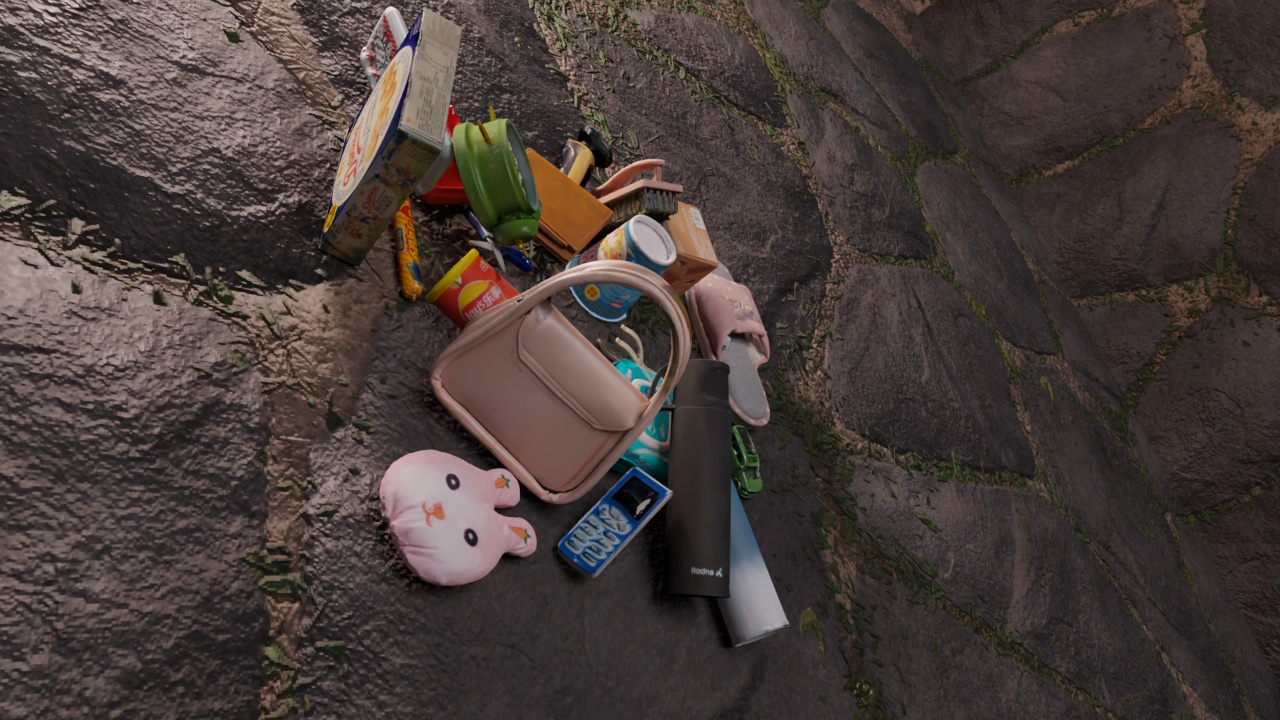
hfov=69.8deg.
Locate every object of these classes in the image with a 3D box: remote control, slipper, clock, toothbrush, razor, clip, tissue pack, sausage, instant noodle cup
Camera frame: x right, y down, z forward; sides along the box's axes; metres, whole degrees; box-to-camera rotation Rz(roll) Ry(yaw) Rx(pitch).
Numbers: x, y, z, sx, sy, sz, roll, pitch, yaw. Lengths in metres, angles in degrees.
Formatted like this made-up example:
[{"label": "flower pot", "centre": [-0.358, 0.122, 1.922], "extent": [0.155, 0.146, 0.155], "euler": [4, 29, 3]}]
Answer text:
[{"label": "remote control", "centre": [-0.025, 0.157, 0.894], "extent": [0.049, 0.024, 0.124], "euler": [35, 57, 21]}, {"label": "slipper", "centre": [0.126, -0.035, 1.232], "extent": [0.114, 0.055, 0.273], "euler": [19, 48, -37]}, {"label": "clock", "centre": [-0.145, -0.183, 0.973], "extent": [0.116, 0.056, 0.161], "euler": [-91, 165, -63]}, {"label": "toothbrush", "centre": [-0.102, -0.084, 0.998], "extent": [0.014, 0.017, 0.188], "euler": [32, 18, -21]}, {"label": "razor", "centre": [-0.082, -0.235, 1.175], "extent": [0.067, 0.062, 0.167], "euler": [17, 47, 2]}, {"label": "clip", "centre": [-0.001, 0.000, 1.054], "extent": [0.104, 0.087, 0.034], "euler": [32, 40, -9]}, {"label": "tissue pack", "centre": [-0.001, 0.072, 1.008], "extent": [0.093, 0.050, 0.133], "euler": [30, 43, -30]}, {"label": "sausage", "centre": [-0.241, -0.128, 0.936], "extent": [0.021, 0.022, 0.165], "euler": [12, 53, -42]}, {"label": "instant noodle cup", "centre": [-0.018, -0.115, 1.094], "extent": [0.099, 0.110, 0.099], "euler": [28, 42, -29]}]

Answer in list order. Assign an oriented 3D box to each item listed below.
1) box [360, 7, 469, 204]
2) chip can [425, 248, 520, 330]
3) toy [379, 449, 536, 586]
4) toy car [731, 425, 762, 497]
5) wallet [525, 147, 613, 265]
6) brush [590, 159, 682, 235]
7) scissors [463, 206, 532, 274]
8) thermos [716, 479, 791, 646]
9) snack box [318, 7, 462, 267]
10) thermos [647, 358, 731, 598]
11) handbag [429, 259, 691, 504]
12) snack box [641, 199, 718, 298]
[{"label": "box", "centre": [-0.229, -0.276, 1.004], "extent": [0.095, 0.100, 0.201], "euler": [-9, 68, -43]}, {"label": "chip can", "centre": [-0.116, -0.016, 0.938], "extent": [0.216, 0.073, 0.073], "euler": [43, 37, -14]}, {"label": "toy", "centre": [-0.153, 0.133, 0.795], "extent": [0.159, 0.054, 0.121], "euler": [4, 58, -56]}, {"label": "toy car", "centre": [0.122, 0.122, 1.116], "extent": [0.043, 0.036, 0.091], "euler": [5, 61, -47]}, {"label": "wallet", "centre": [-0.111, -0.181, 1.076], "extent": [0.130, 0.035, 0.118], "euler": [38, 54, 0]}, {"label": "brush", "centre": [-0.016, -0.200, 1.139], "extent": [0.063, 0.146, 0.073], "euler": [-1, 85, -38]}, {"label": "scissors", "centre": [-0.152, -0.120, 0.980], "extent": [0.162, 0.012, 0.162], "euler": [35, 13, -51]}, {"label": "thermos", "centre": [0.093, 0.195, 0.999], "extent": [0.070, 0.070, 0.220], "euler": [5, 57, -45]}, {"label": "snack box", "centre": [-0.237, -0.210, 0.871], "extent": [0.045, 0.183, 0.177], "euler": [24, 45, -30]}, {"label": "thermos", "centre": [0.050, 0.121, 0.955], "extent": [0.090, 0.068, 0.242], "euler": [3, 74, -5]}, {"label": "handbag", "centre": [-0.058, 0.005, 0.845], "extent": [0.193, 0.235, 0.093], "euler": [44, 29, -13]}, {"label": "snack box", "centre": [0.031, -0.142, 1.183], "extent": [0.077, 0.095, 0.092], "euler": [10, 54, -43]}]
